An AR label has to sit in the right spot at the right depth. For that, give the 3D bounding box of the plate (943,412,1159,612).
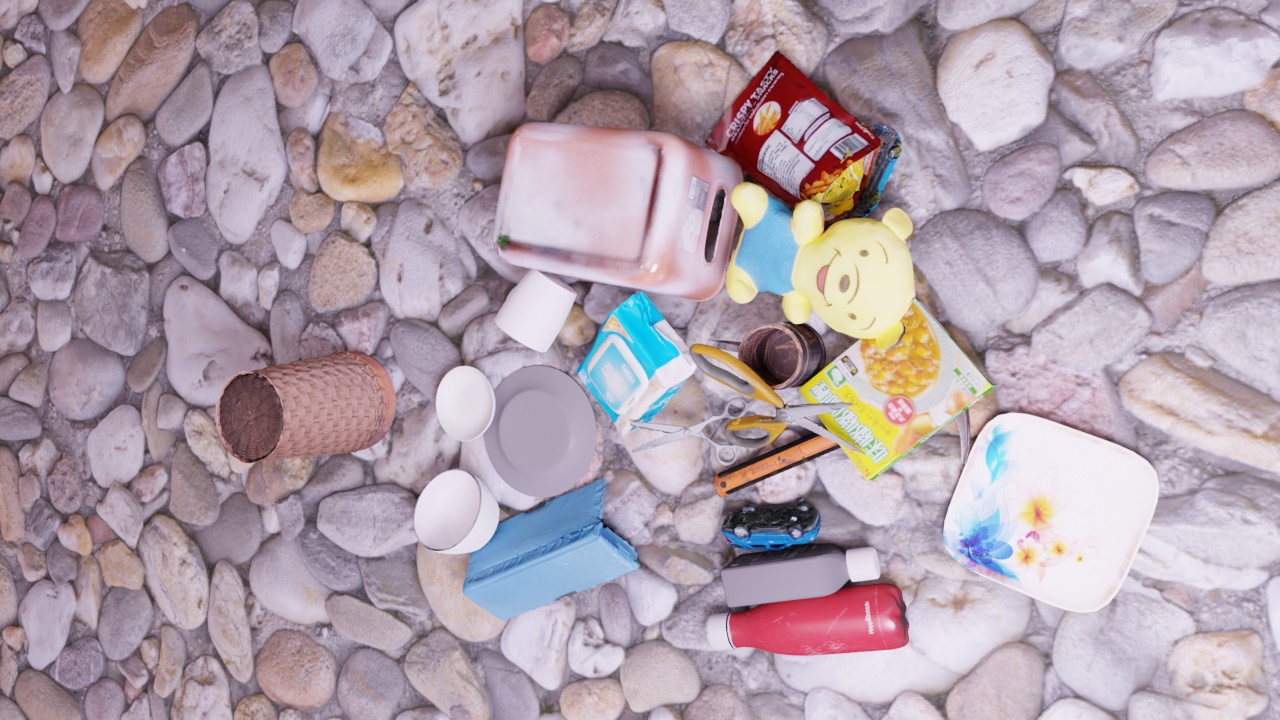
[{"bbox_3d":[0.440,0.163,0.995,0.187,0.016,0.187,22,100,21],"label":"plate"}]

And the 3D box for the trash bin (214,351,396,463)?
[{"bbox_3d":[-0.467,0.063,1.279,0.151,0.209,0.151,1,91,23],"label":"trash bin"}]

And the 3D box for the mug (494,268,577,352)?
[{"bbox_3d":[-0.142,-0.076,1.213,0.088,0.081,0.114,-57,41,9],"label":"mug"}]

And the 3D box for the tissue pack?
[{"bbox_3d":[-0.007,0.007,1.106,0.117,0.065,0.210,55,150,10],"label":"tissue pack"}]

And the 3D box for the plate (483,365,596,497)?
[{"bbox_3d":[-0.141,0.096,1.241,0.179,0.012,0.178,0,90,26],"label":"plate"}]

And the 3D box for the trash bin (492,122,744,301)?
[{"bbox_3d":[-0.035,-0.179,1.094,0.260,0.157,0.181,14,96,32],"label":"trash bin"}]

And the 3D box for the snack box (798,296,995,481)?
[{"bbox_3d":[0.279,0.031,1.014,0.168,0.027,0.132,-43,66,19],"label":"snack box"}]

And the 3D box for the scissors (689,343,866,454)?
[{"bbox_3d":[0.139,0.049,1.018,0.229,0.016,0.226,41,151,-17],"label":"scissors"}]

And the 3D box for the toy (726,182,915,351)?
[{"bbox_3d":[0.198,-0.106,0.994,0.214,0.083,0.149,18,121,24],"label":"toy"}]

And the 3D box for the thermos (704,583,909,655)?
[{"bbox_3d":[0.189,0.310,1.079,0.240,0.073,0.073,-13,87,24],"label":"thermos"}]

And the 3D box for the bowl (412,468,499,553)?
[{"bbox_3d":[-0.245,0.211,1.251,0.116,0.065,0.116,-14,60,25],"label":"bowl"}]

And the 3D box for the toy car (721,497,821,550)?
[{"bbox_3d":[0.159,0.200,1.101,0.120,0.056,0.043,-9,114,29],"label":"toy car"}]

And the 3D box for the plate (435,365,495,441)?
[{"bbox_3d":[-0.237,0.060,1.275,0.104,0.026,0.104,-1,88,30],"label":"plate"}]

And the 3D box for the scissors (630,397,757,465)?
[{"bbox_3d":[0.068,0.075,1.119,0.141,0.014,0.147,30,97,-16],"label":"scissors"}]

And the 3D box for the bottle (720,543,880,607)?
[{"bbox_3d":[0.189,0.247,1.072,0.174,0.083,0.046,-13,87,22],"label":"bottle"}]

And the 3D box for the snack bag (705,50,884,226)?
[{"bbox_3d":[0.174,-0.257,1.059,0.208,0.066,0.139,48,115,31],"label":"snack bag"}]

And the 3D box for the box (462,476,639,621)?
[{"bbox_3d":[-0.120,0.253,1.233,0.232,0.094,0.112,-27,37,23],"label":"box"}]

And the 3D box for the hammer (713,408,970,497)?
[{"bbox_3d":[0.229,0.103,1.071,0.315,0.035,0.137,-27,74,24],"label":"hammer"}]

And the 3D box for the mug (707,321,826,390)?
[{"bbox_3d":[0.147,-0.009,1.066,0.116,0.107,0.080,12,96,22],"label":"mug"}]

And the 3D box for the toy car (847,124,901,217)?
[{"bbox_3d":[0.263,-0.214,1.045,0.048,0.032,0.105,33,112,35],"label":"toy car"}]
